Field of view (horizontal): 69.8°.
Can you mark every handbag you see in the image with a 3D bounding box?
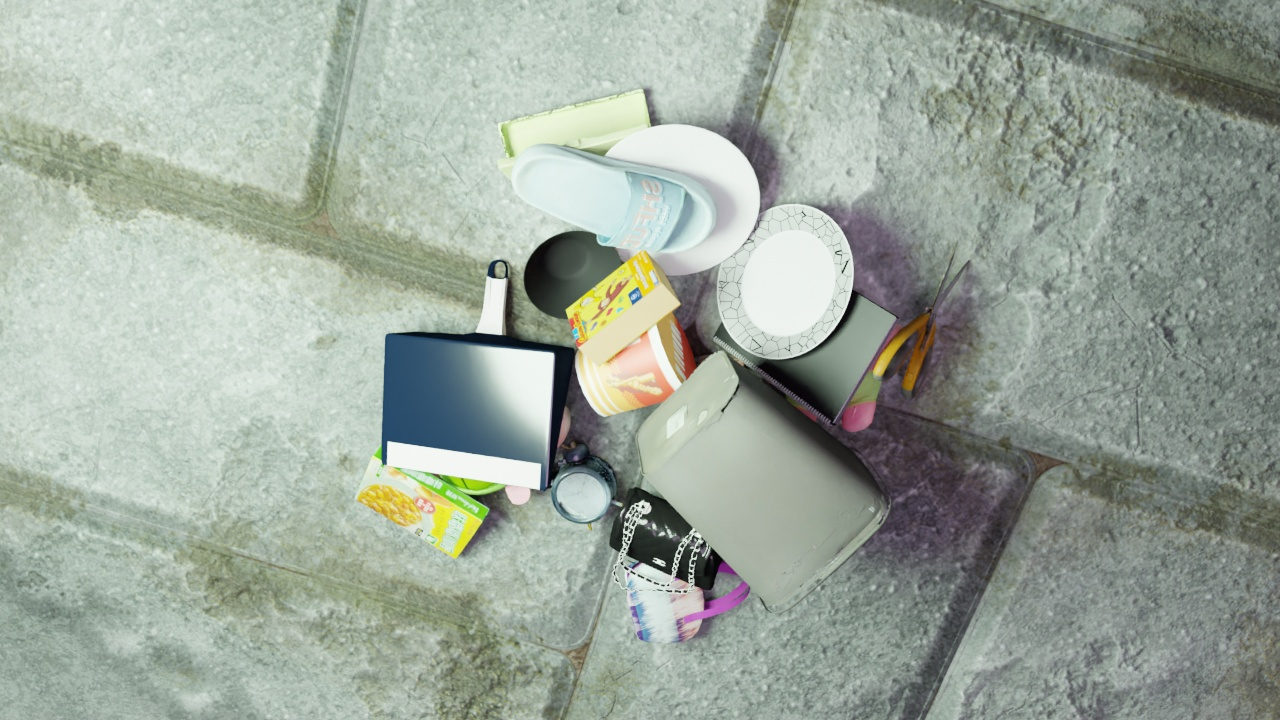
[{"bbox_3d":[0.068,0.321,1.279,0.170,0.068,0.144,-13,104,1],"label":"handbag"},{"bbox_3d":[0.029,0.243,1.195,0.154,0.114,0.125,24,151,15],"label":"handbag"}]

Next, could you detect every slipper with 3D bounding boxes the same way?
[{"bbox_3d":[-0.032,-0.179,1.071,0.245,0.074,0.104,16,130,-11],"label":"slipper"}]

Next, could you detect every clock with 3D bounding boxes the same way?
[{"bbox_3d":[-0.087,0.165,1.246,0.090,0.052,0.129,-40,95,14],"label":"clock"}]

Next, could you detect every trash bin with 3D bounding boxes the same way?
[{"bbox_3d":[0.127,0.127,1.054,0.220,0.197,0.198,42,100,-15],"label":"trash bin"}]

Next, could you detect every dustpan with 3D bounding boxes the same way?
[{"bbox_3d":[-0.203,0.008,1.170,0.236,0.080,0.273,6,97,18],"label":"dustpan"}]

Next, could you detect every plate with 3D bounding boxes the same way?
[{"bbox_3d":[0.176,-0.095,1.116,0.189,0.016,0.188,-7,80,39],"label":"plate"},{"bbox_3d":[0.040,-0.193,1.117,0.208,0.015,0.209,1,130,1],"label":"plate"}]

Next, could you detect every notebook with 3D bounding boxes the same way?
[{"bbox_3d":[0.193,-0.037,1.116,0.207,0.016,0.149,39,110,36],"label":"notebook"}]

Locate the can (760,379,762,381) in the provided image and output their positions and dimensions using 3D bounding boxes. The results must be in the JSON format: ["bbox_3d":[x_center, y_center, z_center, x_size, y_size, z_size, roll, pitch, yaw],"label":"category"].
[{"bbox_3d":[0.100,0.065,1.191,0.129,0.071,0.072,-11,105,7],"label":"can"}]

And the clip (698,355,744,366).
[{"bbox_3d":[0.103,0.005,1.202,0.062,0.045,0.024,-9,106,-13],"label":"clip"}]

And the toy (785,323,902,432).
[{"bbox_3d":[0.234,-0.028,1.151,0.192,0.096,0.236,-3,92,17],"label":"toy"}]

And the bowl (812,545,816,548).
[{"bbox_3d":[0.230,0.216,1.231,0.113,0.063,0.113,1,107,3],"label":"bowl"}]

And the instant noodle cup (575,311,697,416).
[{"bbox_3d":[-0.007,0.007,1.163,0.121,0.123,0.123,-22,103,18],"label":"instant noodle cup"}]

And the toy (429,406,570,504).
[{"bbox_3d":[-0.200,0.104,1.217,0.238,0.087,0.190,-12,89,17],"label":"toy"}]

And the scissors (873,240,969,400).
[{"bbox_3d":[0.340,-0.036,1.113,0.016,0.224,0.226,28,124,31],"label":"scissors"}]

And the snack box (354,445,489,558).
[{"bbox_3d":[-0.301,0.195,1.249,0.168,0.027,0.132,32,137,-5],"label":"snack box"}]

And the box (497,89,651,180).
[{"bbox_3d":[-0.080,-0.279,1.113,0.188,0.091,0.083,-12,82,4],"label":"box"}]

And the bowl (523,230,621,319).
[{"bbox_3d":[-0.089,-0.118,1.154,0.124,0.052,0.124,-7,125,-11],"label":"bowl"}]

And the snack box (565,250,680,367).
[{"bbox_3d":[-0.023,-0.065,1.119,0.126,0.088,0.040,-37,125,11],"label":"snack box"}]
